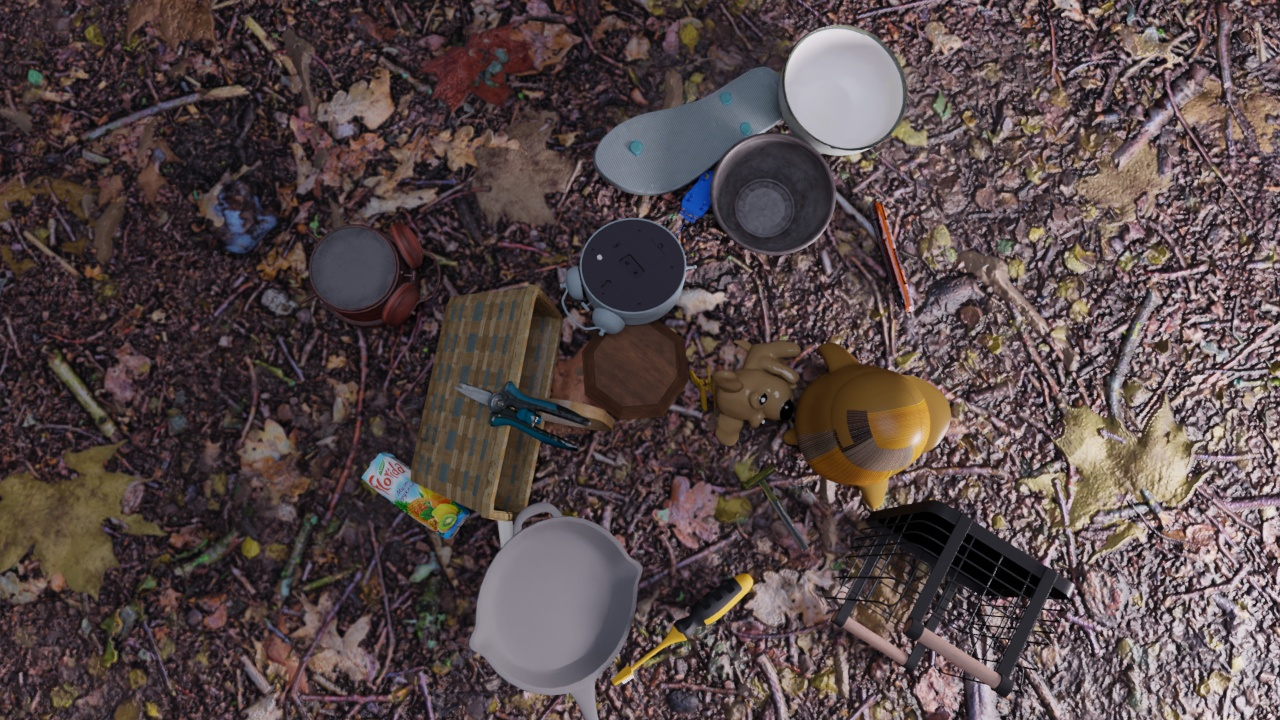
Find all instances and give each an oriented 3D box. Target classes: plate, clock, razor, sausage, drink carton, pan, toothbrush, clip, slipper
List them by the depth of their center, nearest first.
[{"bbox_3d":[-0.078,0.330,1.027,0.216,0.024,0.354,-18,96,-29],"label":"pan"},{"bbox_3d":[0.048,0.307,1.046,0.196,0.031,0.031,-35,128,-8],"label":"toothbrush"},{"bbox_3d":[-0.259,0.155,1.058,0.129,0.038,0.044,35,84,3],"label":"drink carton"},{"bbox_3d":[-0.310,-0.100,1.069,0.158,0.072,0.120,4,84,0],"label":"clock"},{"bbox_3d":[0.165,0.177,1.071,0.042,0.026,0.106,-33,89,-6],"label":"razor"},{"bbox_3d":[-0.019,-0.095,1.071,0.159,0.045,0.122,-37,74,-11],"label":"clock"},{"bbox_3d":[0.082,0.027,1.079,0.039,0.053,0.047,-15,54,-1],"label":"clip"},{"bbox_3d":[-0.007,0.007,1.084,0.131,0.025,0.131,0,84,-1],"label":"plate"},{"bbox_3d":[0.301,-0.125,1.106,0.020,0.020,0.155,-15,84,-3],"label":"sausage"},{"bbox_3d":[0.066,-0.267,1.110,0.268,0.055,0.098,-27,87,-15],"label":"slipper"}]

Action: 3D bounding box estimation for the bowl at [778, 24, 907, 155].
[{"bbox_3d":[0.232,-0.312,1.093,0.153,0.073,0.153,1,82,-9],"label":"bowl"}]

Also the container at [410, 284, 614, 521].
[{"bbox_3d":[-0.125,0.052,1.007,0.186,0.157,0.249,9,81,8],"label":"container"}]

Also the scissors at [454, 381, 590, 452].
[{"bbox_3d":[-0.121,0.057,0.917,0.129,0.019,0.137,-25,74,6],"label":"scissors"}]

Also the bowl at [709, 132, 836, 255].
[{"bbox_3d":[0.152,-0.188,1.087,0.145,0.067,0.145,0,84,-1],"label":"bowl"}]

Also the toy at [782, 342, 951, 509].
[{"bbox_3d":[0.251,0.065,0.992,0.162,0.203,0.198,-15,84,-3],"label":"toy"}]

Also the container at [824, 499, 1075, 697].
[{"bbox_3d":[0.310,0.251,0.962,0.163,0.242,0.130,32,76,3],"label":"container"}]

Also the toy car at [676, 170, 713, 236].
[{"bbox_3d":[0.064,-0.182,1.114,0.033,0.062,0.091,34,54,1],"label":"toy car"}]

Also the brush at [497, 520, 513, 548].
[{"bbox_3d":[-0.152,0.224,1.067,0.033,0.012,0.217,-9,85,-2],"label":"brush"}]

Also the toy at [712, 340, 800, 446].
[{"bbox_3d":[0.134,0.027,1.056,0.106,0.134,0.108,21,55,23],"label":"toy"}]
